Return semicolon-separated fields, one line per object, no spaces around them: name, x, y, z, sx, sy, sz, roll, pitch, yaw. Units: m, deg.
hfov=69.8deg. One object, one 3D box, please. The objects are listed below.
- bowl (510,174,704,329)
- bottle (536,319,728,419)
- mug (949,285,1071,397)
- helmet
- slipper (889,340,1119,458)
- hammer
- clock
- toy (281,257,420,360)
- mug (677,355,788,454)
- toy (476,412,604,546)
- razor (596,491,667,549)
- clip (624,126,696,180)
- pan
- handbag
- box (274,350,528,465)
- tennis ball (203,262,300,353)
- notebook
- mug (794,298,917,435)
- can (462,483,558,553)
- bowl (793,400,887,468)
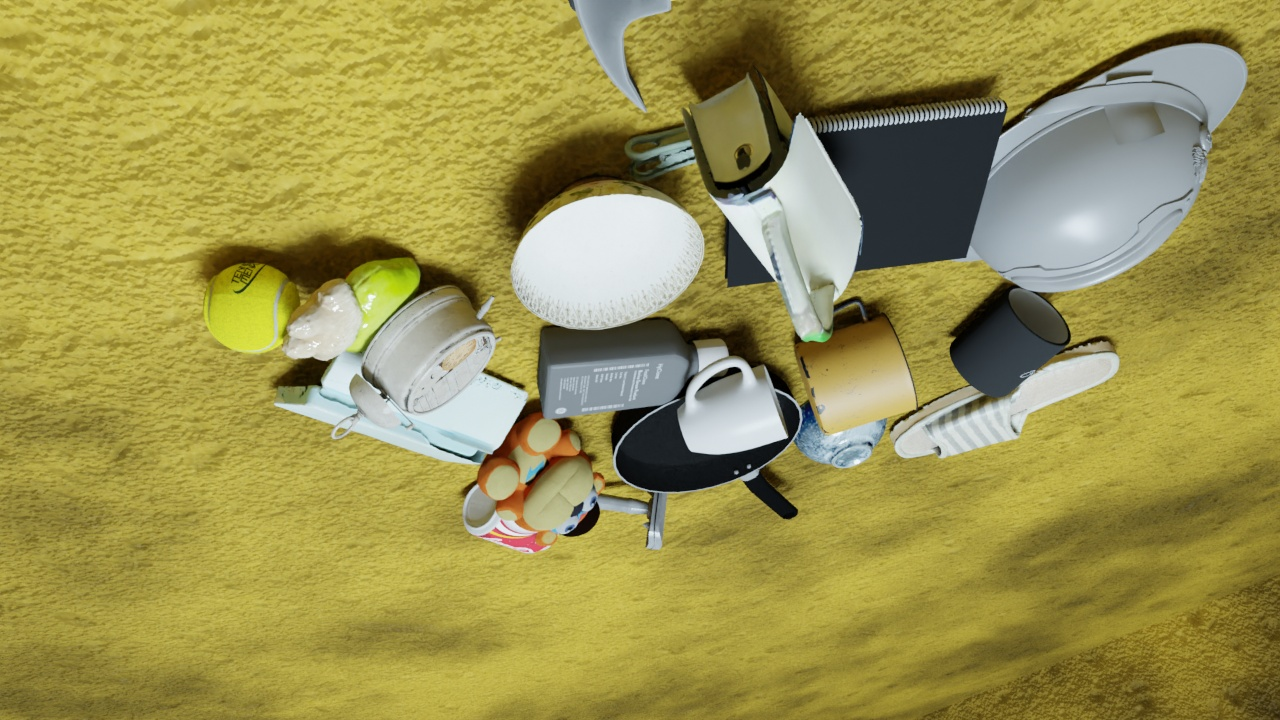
bowl;-0.030;-0.092;0.691;0.145;0.063;0.145;-10;144;-8
bottle;-0.005;0.005;0.848;0.173;0.046;0.084;-6;144;-14
mug;0.385;-0.023;0.943;0.113;0.078;0.088;-20;155;-42
helmet;0.378;-0.124;0.751;0.272;0.117;0.183;-33;142;29
slipper;0.431;0.056;1.083;0.273;0.054;0.114;-25;149;12
hammer;0.113;-0.249;0.561;0.324;0.034;0.170;-13;146;-6
clock;-0.176;0.012;0.721;0.156;0.061;0.103;-43;167;-18
toy;-0.216;-0.035;0.684;0.117;0.043;0.092;-33;166;-47
mug;0.077;0.039;0.844;0.089;0.071;0.107;-19;132;11
toy;-0.097;0.125;0.941;0.112;0.096;0.176;-49;150;-11
razor;-0.029;0.163;1.049;0.116;0.088;0.047;9;142;-1
clip;0.026;-0.154;0.664;0.076;0.023;0.043;-17;143;-1
pan;0.103;0.106;1.030;0.204;0.044;0.355;-27;143;16
handbag;0.103;-0.089;0.607;0.074;0.175;0.151;-24;142;19
box;-0.210;0.038;0.826;0.126;0.074;0.197;-48;138;12
tennis ball;-0.282;-0.038;0.667;0.065;0.065;0.065;-10;145;-8
notebook;0.171;-0.129;0.725;0.206;0.016;0.149;-7;137;-3
mug;0.203;0.005;0.895;0.094;0.100;0.124;-18;104;7
can;-0.141;0.173;1.012;0.064;0.064;0.104;-31;142;21
bowl;0.230;0.084;1.034;0.114;0.060;0.115;-11;144;-8
